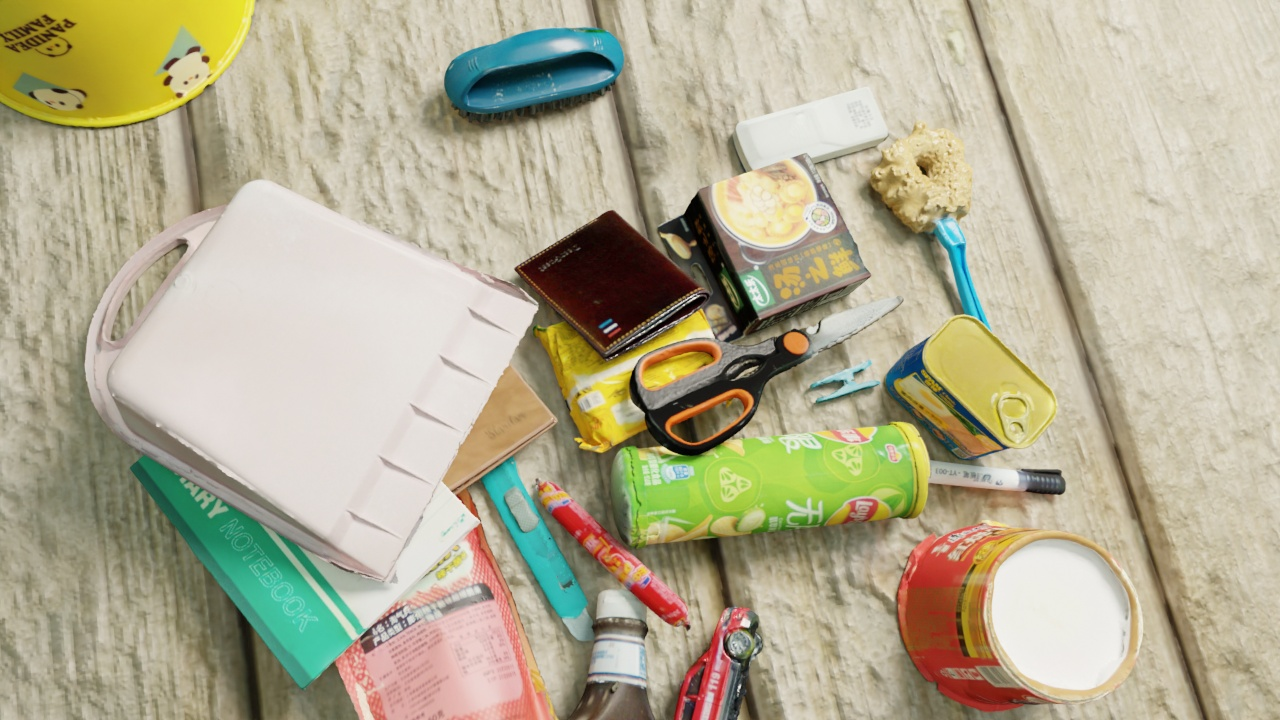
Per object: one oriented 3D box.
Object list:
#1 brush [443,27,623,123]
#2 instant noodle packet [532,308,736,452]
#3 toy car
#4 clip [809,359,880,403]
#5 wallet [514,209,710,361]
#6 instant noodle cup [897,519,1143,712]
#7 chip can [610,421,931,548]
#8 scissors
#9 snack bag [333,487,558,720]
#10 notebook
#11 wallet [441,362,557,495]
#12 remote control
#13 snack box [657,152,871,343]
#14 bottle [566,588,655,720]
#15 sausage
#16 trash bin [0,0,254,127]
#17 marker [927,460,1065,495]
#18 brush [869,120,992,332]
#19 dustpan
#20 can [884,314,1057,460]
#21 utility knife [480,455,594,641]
[{"bbox_3d":[-0.082,-0.228,0.715,0.143,0.074,0.055,-15,83,-11],"label":"brush"},{"bbox_3d":[-0.004,0.004,0.680,0.128,0.044,0.110,-20,72,-15],"label":"instant noodle packet"},{"bbox_3d":[0.051,0.226,0.626,0.045,0.053,0.120,15,78,18],"label":"toy car"},{"bbox_3d":[0.158,0.017,0.712,0.057,0.014,0.046,-20,81,-12],"label":"clip"},{"bbox_3d":[-0.023,-0.058,0.677,0.096,0.020,0.122,-31,52,-20],"label":"wallet"},{"bbox_3d":[0.265,0.177,0.635,0.138,0.109,0.137,2,76,-7],"label":"instant noodle cup"},{"bbox_3d":[0.089,0.088,0.655,0.221,0.073,0.072,-5,76,-8],"label":"chip can"},{"bbox_3d":[0.107,0.009,0.660,0.234,0.022,0.124,-6,61,-9],"label":"scissors"},{"bbox_3d":[-0.138,0.190,0.611,0.128,0.073,0.207,-23,72,-19],"label":"snack bag"},{"bbox_3d":[-0.230,0.091,0.620,0.209,0.012,0.150,41,76,21],"label":"notebook"},{"bbox_3d":[-0.133,0.039,0.657,0.115,0.020,0.101,-35,67,-17],"label":"wallet"},{"bbox_3d":[0.140,-0.188,0.756,0.124,0.024,0.049,-18,79,-11],"label":"remote control"},{"bbox_3d":[0.096,-0.086,0.715,0.125,0.053,0.113,-22,79,-17],"label":"snack box"},{"bbox_3d":[-0.018,0.249,0.596,0.079,0.044,0.194,24,55,-32],"label":"bottle"},{"bbox_3d":[-0.022,0.132,0.636,0.156,0.020,0.020,38,74,24],"label":"sausage"},{"bbox_3d":[-0.408,-0.318,0.605,0.229,0.256,0.229,2,76,-7],"label":"trash bin"},{"bbox_3d":[0.262,0.088,0.704,0.130,0.018,0.022,7,79,-6],"label":"marker"},{"bbox_3d":[0.257,-0.074,0.737,0.083,0.046,0.254,-17,82,-15],"label":"brush"},{"bbox_3d":[-0.242,-0.005,0.644,0.273,0.139,0.222,35,69,-14],"label":"dustpan"},{"bbox_3d":[0.241,0.024,0.683,0.102,0.083,0.057,45,75,5],"label":"can"},{"bbox_3d":[-0.076,0.125,0.657,0.029,0.013,0.171,-29,81,-11],"label":"utility knife"}]
